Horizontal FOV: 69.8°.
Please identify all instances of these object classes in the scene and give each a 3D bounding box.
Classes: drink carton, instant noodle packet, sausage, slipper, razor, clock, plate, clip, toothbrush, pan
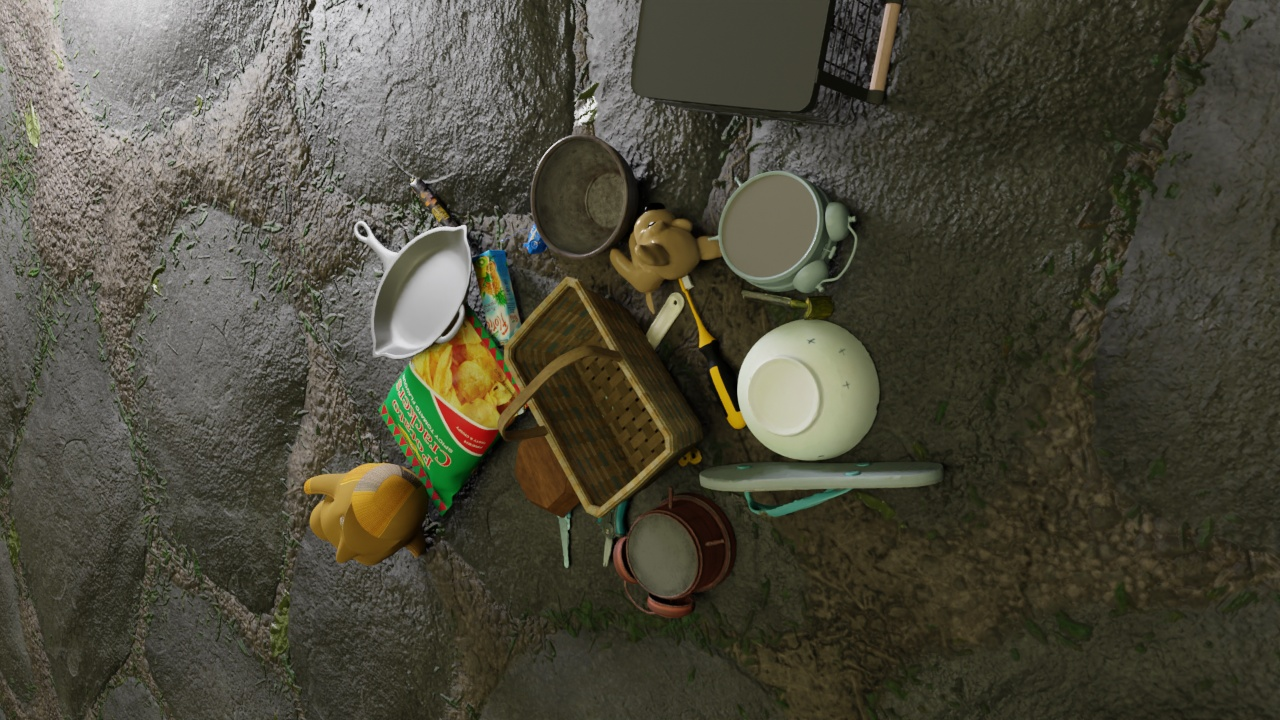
[{"bbox_3d":[-0.189,-0.081,1.220,0.044,0.038,0.129,-16,85,35],"label":"drink carton"},{"bbox_3d":[-0.261,0.061,1.254,0.253,0.090,0.195,-50,65,30],"label":"instant noodle packet"},{"bbox_3d":[-0.280,-0.206,1.283,0.155,0.020,0.020,50,120,20],"label":"sausage"},{"bbox_3d":[0.177,0.136,0.950,0.269,0.098,0.054,-6,90,34],"label":"slipper"},{"bbox_3d":[0.152,-0.064,0.989,0.106,0.042,0.026,16,107,43],"label":"razor"},{"bbox_3d":[0.036,0.231,1.075,0.120,0.072,0.158,43,116,24],"label":"clock"},{"bbox_3d":[-0.120,0.138,1.193,0.132,0.025,0.131,0,90,41],"label":"plate"},{"bbox_3d":[0.054,0.104,1.088,0.047,0.039,0.053,51,118,25],"label":"clip"},{"bbox_3d":[0.079,-0.014,1.047,0.031,0.031,0.196,-28,74,25],"label":"toothbrush"},{"bbox_3d":[-0.328,-0.119,1.285,0.216,0.024,0.354,-54,48,5],"label":"pan"},{"bbox_3d":[0.152,-0.131,0.956,0.159,0.045,0.122,29,99,35],"label":"clock"}]

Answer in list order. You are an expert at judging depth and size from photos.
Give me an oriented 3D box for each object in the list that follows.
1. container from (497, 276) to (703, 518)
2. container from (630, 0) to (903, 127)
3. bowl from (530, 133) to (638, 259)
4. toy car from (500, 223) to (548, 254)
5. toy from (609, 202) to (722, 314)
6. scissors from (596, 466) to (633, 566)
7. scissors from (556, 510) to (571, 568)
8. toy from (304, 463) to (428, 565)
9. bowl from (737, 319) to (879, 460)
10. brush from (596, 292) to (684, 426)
[{"bbox_3d":[-0.064,0.039,1.036,0.158,0.186,0.250,-44,64,28],"label":"container"},{"bbox_3d":[0.119,-0.330,0.921,0.242,0.130,0.163,16,104,33],"label":"container"},{"bbox_3d":[-0.056,-0.193,1.097,0.145,0.067,0.145,4,97,35],"label":"bowl"},{"bbox_3d":[-0.140,-0.174,1.177,0.062,0.033,0.092,40,116,18],"label":"toy car"},{"bbox_3d":[0.021,-0.120,1.036,0.108,0.133,0.105,-37,69,53],"label":"toy"},{"bbox_3d":[-0.036,0.186,1.155,0.130,0.019,0.137,-39,66,41],"label":"scissors"},{"bbox_3d":[-0.104,0.207,1.207,0.063,0.015,0.138,3,92,33],"label":"scissors"},{"bbox_3d":[-0.371,0.216,1.287,0.198,0.162,0.204,37,146,-16],"label":"toy"},{"bbox_3d":[0.165,0.034,0.963,0.154,0.072,0.153,3,96,34],"label":"bowl"},{"bbox_3d":[-0.007,0.007,1.120,0.033,0.012,0.218,44,116,24],"label":"brush"}]
